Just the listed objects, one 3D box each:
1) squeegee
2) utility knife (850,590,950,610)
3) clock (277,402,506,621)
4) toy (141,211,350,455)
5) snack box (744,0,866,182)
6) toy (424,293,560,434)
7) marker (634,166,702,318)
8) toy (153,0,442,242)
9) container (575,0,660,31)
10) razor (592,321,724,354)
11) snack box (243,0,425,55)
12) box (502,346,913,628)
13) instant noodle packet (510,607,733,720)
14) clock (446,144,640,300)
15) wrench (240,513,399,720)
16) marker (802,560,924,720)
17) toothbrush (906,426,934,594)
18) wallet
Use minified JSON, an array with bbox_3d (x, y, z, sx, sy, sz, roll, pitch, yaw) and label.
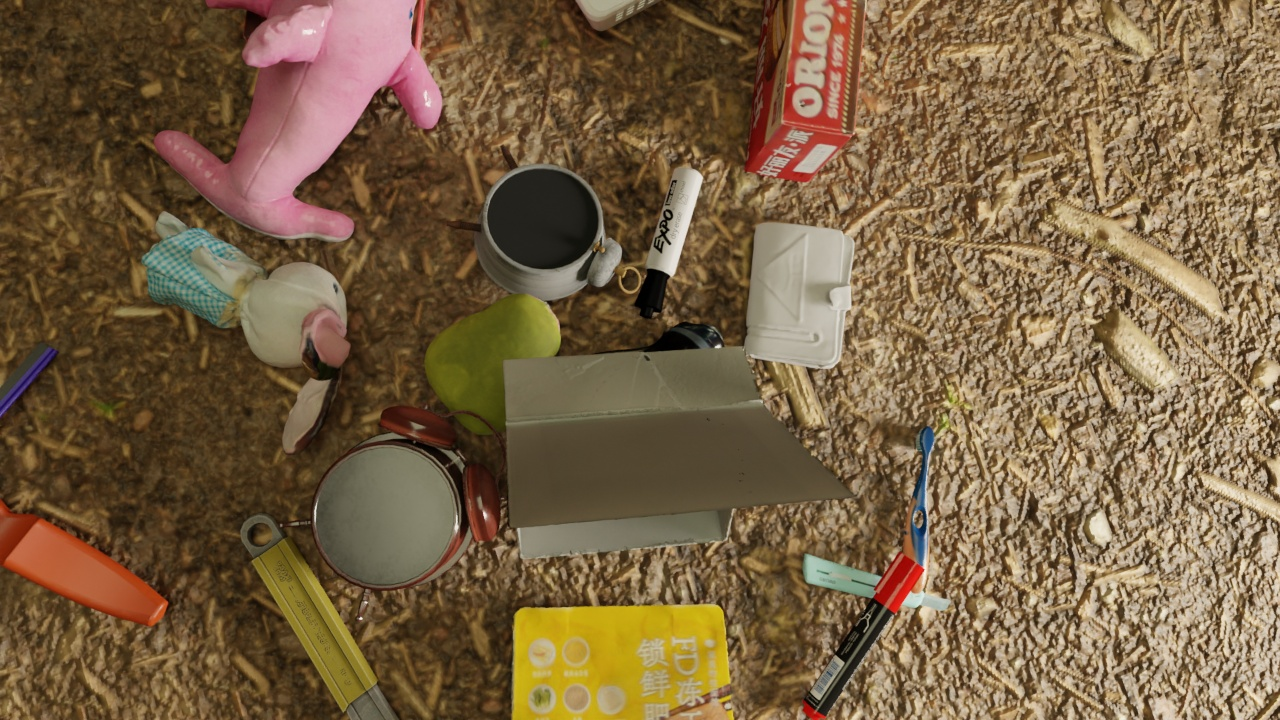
[{"bbox_3d":[-0.420,0.135,0.644,0.185,0.055,0.249,29,63,-3],"label":"squeegee"},{"bbox_3d":[0.189,0.182,0.737,0.129,0.015,0.022,16,80,-8],"label":"utility knife"},{"bbox_3d":[-0.167,0.100,0.666,0.157,0.072,0.120,-40,89,-5],"label":"clock"},{"bbox_3d":[-0.281,-0.041,0.678,0.205,0.131,0.105,36,41,13],"label":"toy"},{"bbox_3d":[0.135,-0.274,0.732,0.060,0.113,0.236,8,83,-6],"label":"snack box"},{"bbox_3d":[-0.107,-0.001,0.697,0.110,0.051,0.090,-41,84,1],"label":"toy"},{"bbox_3d":[0.022,-0.094,0.741,0.025,0.025,0.125,17,82,-5],"label":"marker"},{"bbox_3d":[-0.239,-0.213,0.659,0.186,0.127,0.266,28,99,-13],"label":"toy"},{"bbox_3d":[-0.007,-0.328,0.752,0.129,0.049,0.080,-31,88,-10],"label":"container"},{"bbox_3d":[-0.004,0.004,0.717,0.140,0.053,0.063,-10,48,-3],"label":"razor"},{"bbox_3d":[-0.241,-0.287,0.731,0.133,0.021,0.089,5,85,-7],"label":"snack box"},{"bbox_3d":[0.004,0.060,0.546,0.167,0.369,0.150,-4,85,-7],"label":"box"},{"bbox_3d":[-0.014,0.293,0.672,0.163,0.084,0.221,1,78,-7],"label":"instant noodle packet"},{"bbox_3d":[-0.065,-0.094,0.714,0.148,0.056,0.103,30,72,2],"label":"clock"},{"bbox_3d":[-0.220,0.233,0.676,0.083,0.018,0.273,-33,88,-10],"label":"wrench"},{"bbox_3d":[0.172,0.216,0.718,0.023,0.021,0.145,34,88,13],"label":"marker"},{"bbox_3d":[0.227,0.121,0.745,0.021,0.017,0.135,7,82,-3],"label":"toothbrush"},{"bbox_3d":[0.129,-0.053,0.747,0.086,0.032,0.116,4,83,-4],"label":"wallet"}]
